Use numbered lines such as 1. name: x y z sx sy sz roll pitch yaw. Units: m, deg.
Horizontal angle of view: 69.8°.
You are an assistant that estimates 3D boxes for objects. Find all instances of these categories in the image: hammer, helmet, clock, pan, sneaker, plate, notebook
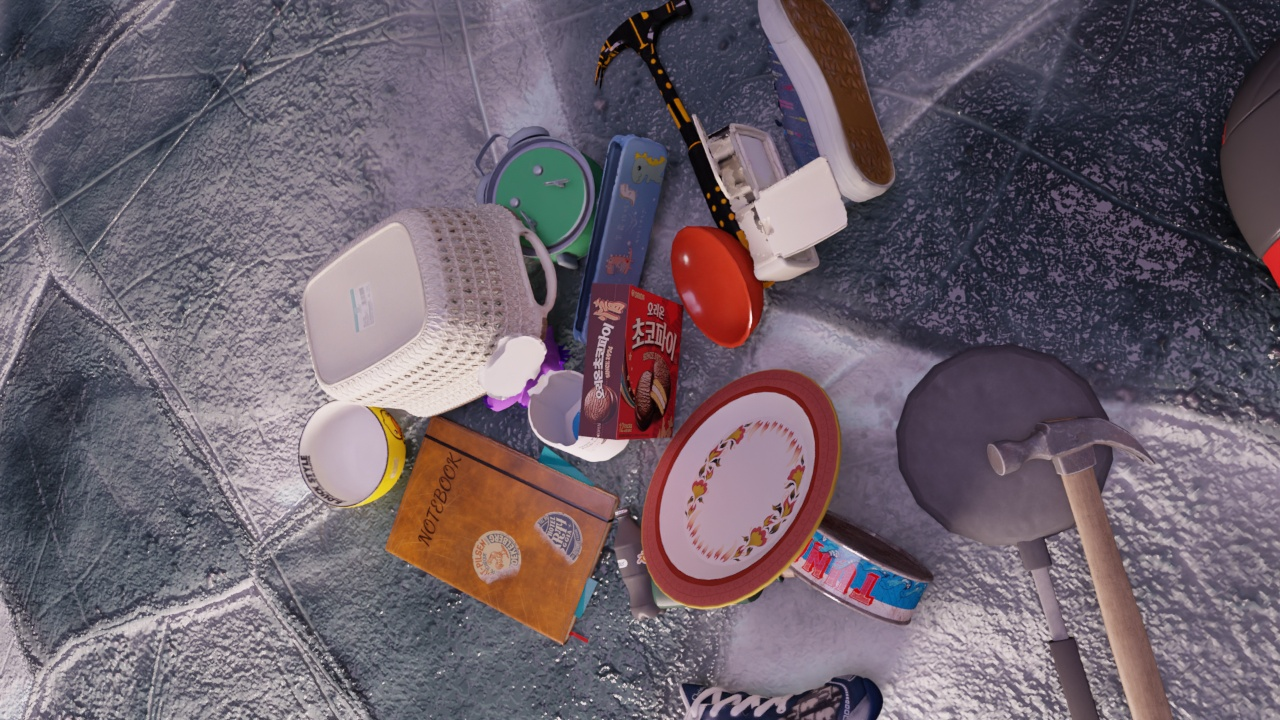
1. hammer: 0.053 -0.210 0.912 0.123 0.036 0.320 -29 75 19
2. helmet: 0.531 -0.181 0.661 0.265 0.164 0.170 -45 61 23
3. clock: -0.109 -0.175 0.944 0.161 0.075 0.122 41 101 17
4. pan: 0.333 0.158 0.778 0.179 0.041 0.357 -17 81 19
5. sneaker: 0.088 0.343 0.835 0.270 0.103 0.132 -40 68 17
6. hammer: 0.385 0.203 0.735 0.119 0.031 0.331 -18 89 -2
7. plate: 0.088 0.113 0.819 0.230 0.021 0.229 -35 36 31
8. sneaker: 0.161 -0.245 0.860 0.079 0.087 0.235 -34 70 50
9. notebook: -0.141 0.170 0.968 0.249 0.014 0.178 22 94 20

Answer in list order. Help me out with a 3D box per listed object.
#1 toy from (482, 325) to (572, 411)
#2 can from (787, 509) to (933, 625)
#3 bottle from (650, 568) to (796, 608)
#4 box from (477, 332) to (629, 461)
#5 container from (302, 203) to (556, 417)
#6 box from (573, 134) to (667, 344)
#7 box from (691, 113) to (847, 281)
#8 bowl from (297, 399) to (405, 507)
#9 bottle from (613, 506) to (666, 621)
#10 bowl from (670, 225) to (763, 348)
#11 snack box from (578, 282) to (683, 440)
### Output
1. toy: -0.115 0.010 0.947 0.088 0.056 0.106 -38 40 19
2. can: 0.181 0.172 0.787 0.130 0.129 0.044 28 96 20
3. bottle: 0.080 0.196 0.859 0.131 0.061 0.061 -9 82 20
4. box: -0.078 0.040 0.877 0.084 0.162 0.112 -43 67 5
5. container: -0.217 -0.049 0.907 0.247 0.142 0.184 -25 74 35
6. box: -0.018 -0.114 0.900 0.049 0.066 0.210 16 100 25
7. box: 0.119 -0.150 0.803 0.095 0.185 0.145 -22 86 11
8. bowl: -0.306 0.100 1.006 0.117 0.067 0.117 -1 86 20
9. bottle: -0.004 0.198 0.904 0.036 0.036 0.110 -19 80 18
10. bowl: 0.078 -0.074 0.864 0.035 0.122 0.122 -26 74 -24
11. snack box: -0.005 0.005 0.854 0.036 0.152 0.132 4 88 20
